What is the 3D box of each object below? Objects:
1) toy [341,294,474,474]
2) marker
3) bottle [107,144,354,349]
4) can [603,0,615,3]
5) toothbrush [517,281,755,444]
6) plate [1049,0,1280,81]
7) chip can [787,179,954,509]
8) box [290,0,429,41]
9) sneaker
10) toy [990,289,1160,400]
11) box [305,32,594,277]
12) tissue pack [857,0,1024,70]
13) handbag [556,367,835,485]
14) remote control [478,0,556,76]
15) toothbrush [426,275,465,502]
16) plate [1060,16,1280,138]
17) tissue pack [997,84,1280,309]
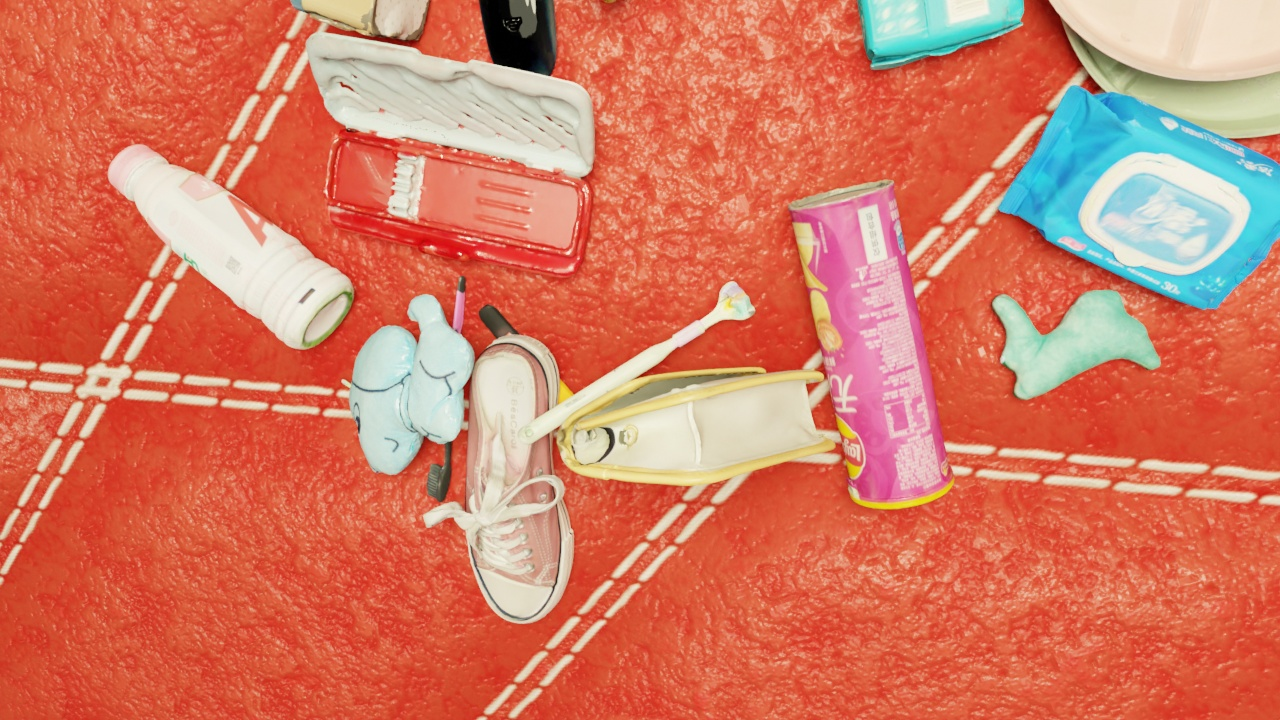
[{"bbox_3d":[-0.178,0.022,0.684,0.156,0.049,0.161,26,114,43],"label":"toy"},{"bbox_3d":[-0.079,0.006,0.700,0.018,0.015,0.124,-41,92,23],"label":"marker"},{"bbox_3d":[-0.312,-0.090,0.692,0.197,0.068,0.068,38,109,3],"label":"bottle"},{"bbox_3d":[0.011,-0.288,0.546,0.049,0.074,0.148,45,109,-1],"label":"can"},{"bbox_3d":[-0.004,0.004,0.637,0.189,0.020,0.029,-32,80,-10],"label":"toothbrush"},{"bbox_3d":[0.326,-0.272,0.500,0.230,0.028,0.230,4,107,12],"label":"plate"},{"bbox_3d":[0.156,-0.010,0.617,0.071,0.071,0.210,-12,102,14],"label":"chip can"},{"bbox_3d":[-0.164,-0.304,0.589,0.063,0.089,0.184,18,106,7],"label":"box"},{"bbox_3d":[-0.102,0.103,0.686,0.118,0.087,0.241,8,112,15],"label":"sneaker"},{"bbox_3d":[0.282,-0.014,0.613,0.092,0.030,0.096,-35,91,16],"label":"toy"},{"bbox_3d":[-0.130,-0.143,0.642,0.201,0.063,0.160,13,127,8],"label":"box"},{"bbox_3d":[0.174,-0.252,0.554,0.093,0.050,0.133,-9,103,15],"label":"tissue pack"},{"bbox_3d":[0.019,0.039,0.613,0.179,0.163,0.063,-5,89,42],"label":"handbag"},{"bbox_3d":[-0.087,-0.257,0.619,0.053,0.024,0.136,-3,105,11],"label":"remote control"},{"bbox_3d":[-0.152,0.025,0.720,0.018,0.014,0.189,15,108,20],"label":"toothbrush"},{"bbox_3d":[0.359,-0.247,0.530,0.230,0.027,0.230,3,106,10],"label":"plate"},{"bbox_3d":[0.309,-0.097,0.558,0.157,0.052,0.095,26,129,3],"label":"tissue pack"}]
